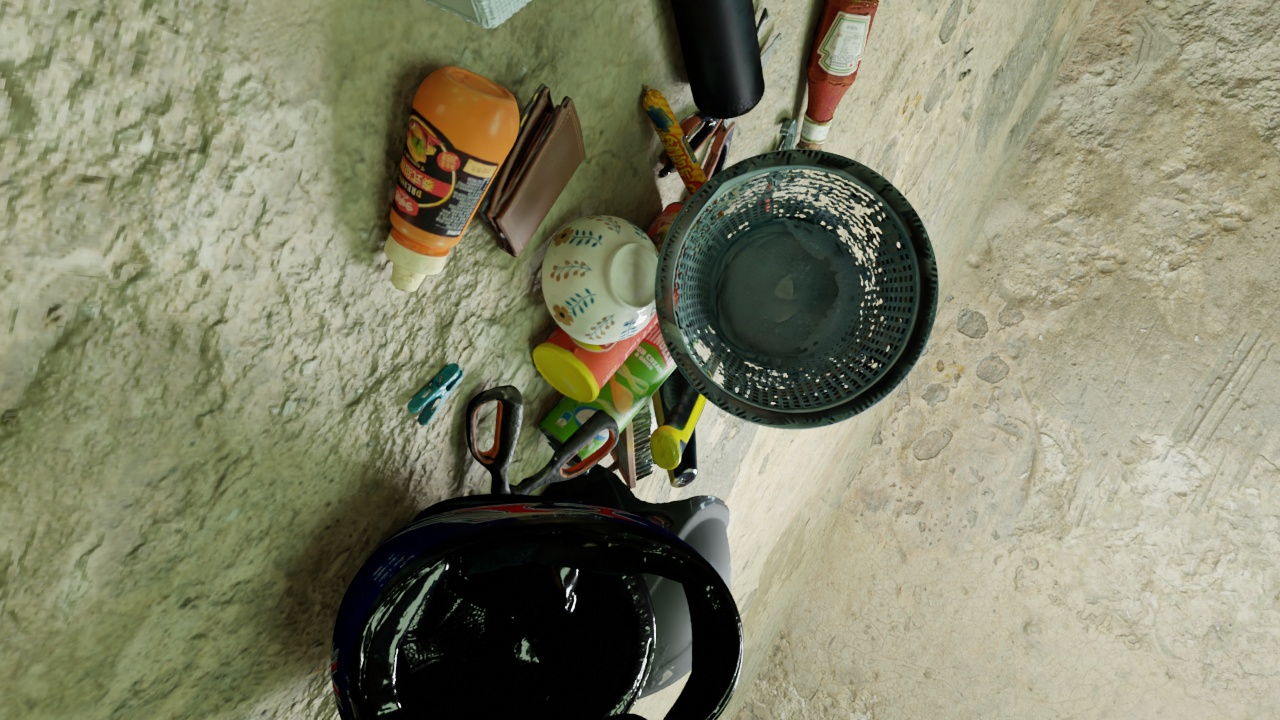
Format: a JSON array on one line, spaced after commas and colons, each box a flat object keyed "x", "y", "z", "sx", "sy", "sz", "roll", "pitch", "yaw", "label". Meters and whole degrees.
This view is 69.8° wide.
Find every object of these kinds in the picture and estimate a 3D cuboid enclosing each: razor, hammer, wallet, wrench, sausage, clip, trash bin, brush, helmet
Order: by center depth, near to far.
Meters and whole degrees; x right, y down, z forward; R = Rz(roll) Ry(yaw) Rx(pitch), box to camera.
[{"x": -0.079, "y": -0.132, "z": 0.670, "sx": 0.101, "sy": 0.032, "sz": 0.124, "roll": -61, "pitch": 177, "yaw": -5, "label": "wallet"}, {"x": -0.163, "y": 0.025, "z": 0.733, "sx": 0.055, "sy": 0.013, "sz": 0.038, "roll": -53, "pitch": 156, "yaw": -19, "label": "clip"}, {"x": -0.089, "y": 0.232, "z": 0.766, "sx": 0.241, "sy": 0.315, "sz": 0.247, "roll": 130, "pitch": -46, "yaw": -79, "label": "helmet"}, {"x": 0.132, "y": -0.061, "z": 0.830, "sx": 0.226, "sy": 0.226, "sz": 0.195, "roll": -63, "pitch": 177, "yaw": 5, "label": "trash bin"}, {"x": 0.041, "y": -0.182, "z": 0.839, "sx": 0.021, "sy": 0.021, "sz": 0.165, "roll": -52, "pitch": 131, "yaw": -21, "label": "sausage"}, {"x": 0.068, "y": 0.029, "z": 1.000, "sx": 0.322, "sy": 0.032, "sz": 0.126, "roll": -54, "pitch": 130, "yaw": -62, "label": "hammer"}, {"x": -0.025, "y": 0.081, "z": 1.022, "sx": 0.073, "sy": 0.063, "sz": 0.146, "roll": -19, "pitch": 141, "yaw": -14, "label": "brush"}, {"x": 0.034, "y": 0.060, "z": 1.024, "sx": 0.068, "sy": 0.167, "sz": 0.062, "roll": -26, "pitch": 151, "yaw": 34, "label": "razor"}, {"x": -0.013, "y": 0.257, "z": 1.028, "sx": 0.274, "sy": 0.230, "sz": 0.234, "roll": -16, "pitch": 146, "yaw": -4, "label": "helmet"}, {"x": 0.135, "y": -0.156, "z": 1.060, "sx": 0.056, "sy": 0.016, "sz": 0.273, "roll": 53, "pitch": 56, "yaw": -66, "label": "wrench"}]

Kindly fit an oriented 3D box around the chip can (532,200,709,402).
[{"x": -0.009, "y": -0.059, "z": 0.877, "sx": 0.216, "sy": 0.073, "sz": 0.073, "roll": -49, "pitch": 154, "yaw": -25, "label": "chip can"}]

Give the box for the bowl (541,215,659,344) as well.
[{"x": -0.021, "y": -0.070, "z": 0.784, "sx": 0.113, "sy": 0.062, "sz": 0.113, "roll": -2, "pitch": 93, "yaw": -37, "label": "bowl"}]

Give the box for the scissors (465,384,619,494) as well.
[{"x": -0.112, "y": 0.113, "z": 0.848, "sx": 0.228, "sy": 0.021, "sz": 0.221, "roll": -22, "pitch": 128, "yaw": -14, "label": "scissors"}]

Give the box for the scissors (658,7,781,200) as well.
[{"x": 0.082, "y": -0.241, "z": 0.926, "sx": 0.225, "sy": 0.015, "sz": 0.189, "roll": -44, "pitch": 151, "yaw": -33, "label": "scissors"}]

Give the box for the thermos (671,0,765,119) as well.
[{"x": 0.063, "y": -0.310, "z": 0.745, "sx": 0.089, "sy": 0.068, "sz": 0.243, "roll": -57, "pitch": 157, "yaw": -17, "label": "thermos"}]

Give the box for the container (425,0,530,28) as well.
[{"x": -0.082, "y": -0.252, "z": 0.496, "sx": 0.111, "sy": 0.090, "sz": 0.090, "roll": -49, "pitch": 153, "yaw": -20, "label": "container"}]

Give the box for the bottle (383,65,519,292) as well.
[{"x": -0.130, "y": -0.110, "z": 0.593, "sx": 0.066, "sy": 0.067, "sz": 0.150, "roll": -17, "pitch": 139, "yaw": -58, "label": "bottle"}]

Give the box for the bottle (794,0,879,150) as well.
[{"x": 0.217, "y": -0.325, "z": 1.056, "sx": 0.059, "sy": 0.060, "sz": 0.207, "roll": -39, "pitch": 151, "yaw": -41, "label": "bottle"}]

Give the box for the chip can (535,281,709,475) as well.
[{"x": -0.006, "y": 0.005, "z": 0.937, "sx": 0.235, "sy": 0.072, "sz": 0.072, "roll": -50, "pitch": 154, "yaw": -16, "label": "chip can"}]

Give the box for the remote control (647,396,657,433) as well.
[{"x": 0.016, "y": 0.057, "z": 1.118, "sx": 0.048, "sy": 0.024, "sz": 0.125, "roll": -21, "pitch": 136, "yaw": -55, "label": "remote control"}]
